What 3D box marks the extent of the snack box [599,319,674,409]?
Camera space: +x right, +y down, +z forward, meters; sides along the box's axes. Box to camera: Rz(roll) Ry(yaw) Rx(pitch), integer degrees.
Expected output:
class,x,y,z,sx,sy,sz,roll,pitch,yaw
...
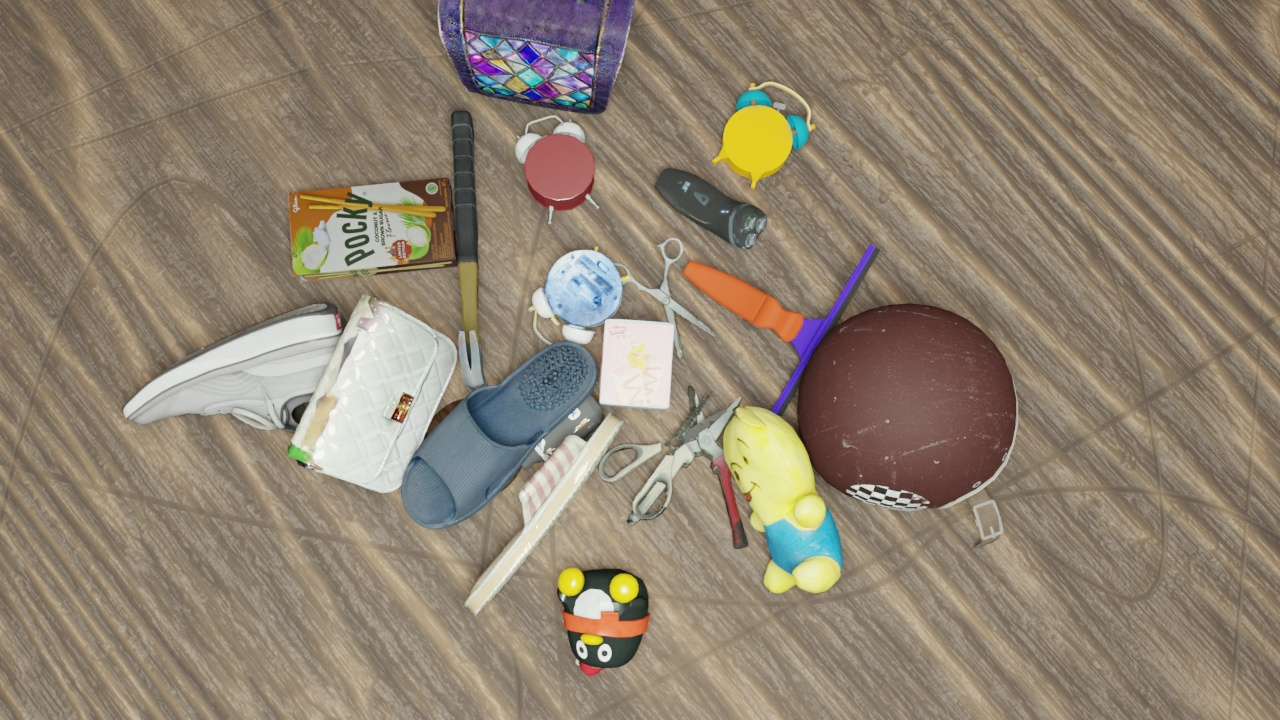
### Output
class,x,y,z,sx,sy,sz,roll,pitch,yaw
snack box,-0.006,0.006,1.037,0.079,0.093,0.094,5,87,-2

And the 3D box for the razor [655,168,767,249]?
class,x,y,z,sx,sy,sz,roll,pitch,yaw
razor,0.083,-0.186,1.095,0.140,0.064,0.053,31,78,2

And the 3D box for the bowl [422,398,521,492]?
class,x,y,z,sx,sy,sz,roll,pitch,yaw
bowl,-0.192,0.099,1.045,0.119,0.032,0.119,1,80,-3

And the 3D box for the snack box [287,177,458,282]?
class,x,y,z,sx,sy,sz,roll,pitch,yaw
snack box,-0.315,-0.154,1.085,0.186,0.032,0.101,-6,80,-4

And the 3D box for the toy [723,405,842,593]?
class,x,y,z,sx,sy,sz,roll,pitch,yaw
toy,0.153,0.146,0.993,0.084,0.149,0.214,-20,85,-16

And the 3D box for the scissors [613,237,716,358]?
class,x,y,z,sx,sy,sz,roll,pitch,yaw
scissors,0.015,-0.077,1.090,0.165,0.014,0.141,8,100,15

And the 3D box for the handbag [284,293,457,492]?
class,x,y,z,sx,sy,sz,roll,pitch,yaw
handbag,-0.283,0.039,0.994,0.073,0.138,0.194,12,76,41

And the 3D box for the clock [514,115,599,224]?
class,x,y,z,sx,sy,sz,roll,pitch,yaw
clock,-0.100,-0.235,1.105,0.087,0.044,0.124,-19,81,-6

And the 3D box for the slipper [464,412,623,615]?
class,x,y,z,sx,sy,sz,roll,pitch,yaw
slipper,-0.113,0.160,1.000,0.052,0.115,0.263,37,86,5

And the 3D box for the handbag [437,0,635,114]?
class,x,y,z,sx,sy,sz,roll,pitch,yaw
handbag,-0.111,-0.388,1.042,0.205,0.222,0.125,10,79,-2

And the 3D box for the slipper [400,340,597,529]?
class,x,y,z,sx,sy,sz,roll,pitch,yaw
slipper,-0.157,0.067,0.988,0.263,0.082,0.101,-43,72,-12

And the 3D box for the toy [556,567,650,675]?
class,x,y,z,sx,sy,sz,roll,pitch,yaw
toy,-0.037,0.283,0.988,0.098,0.099,0.119,2,85,19

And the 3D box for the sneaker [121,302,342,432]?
class,x,y,z,sx,sy,sz,roll,pitch,yaw
sneaker,-0.438,0.034,1.023,0.263,0.096,0.129,-20,105,3

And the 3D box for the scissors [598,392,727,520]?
class,x,y,z,sx,sy,sz,roll,pitch,yaw
scissors,0.031,0.112,1.049,0.163,0.012,0.153,-9,72,8

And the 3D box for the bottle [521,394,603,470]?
class,x,y,z,sx,sy,sz,roll,pitch,yaw
bottle,-0.094,0.083,1.046,0.112,0.047,0.047,-40,84,-9

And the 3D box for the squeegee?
class,x,y,z,sx,sy,sz,roll,pitch,yaw
squeegee,0.134,-0.065,1.080,0.185,0.055,0.250,30,98,5

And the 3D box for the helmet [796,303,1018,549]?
class,x,y,z,sx,sy,sz,roll,pitch,yaw
helmet,0.289,0.063,0.998,0.234,0.254,0.233,2,69,4

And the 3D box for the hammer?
class,x,y,z,sx,sy,sz,roll,pitch,yaw
hammer,-0.199,-0.133,1.057,0.025,0.118,0.332,-4,75,-6

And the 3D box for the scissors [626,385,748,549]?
class,x,y,z,sx,sy,sz,roll,pitch,yaw
scissors,0.060,0.133,1.061,0.179,0.015,0.199,-20,80,-7

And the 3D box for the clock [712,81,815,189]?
class,x,y,z,sx,sy,sz,roll,pitch,yaw
clock,0.151,-0.279,1.129,0.099,0.044,0.129,35,87,4

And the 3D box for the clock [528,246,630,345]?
class,x,y,z,sx,sy,sz,roll,pitch,yaw
clock,-0.074,-0.071,1.069,0.089,0.052,0.125,43,90,5
